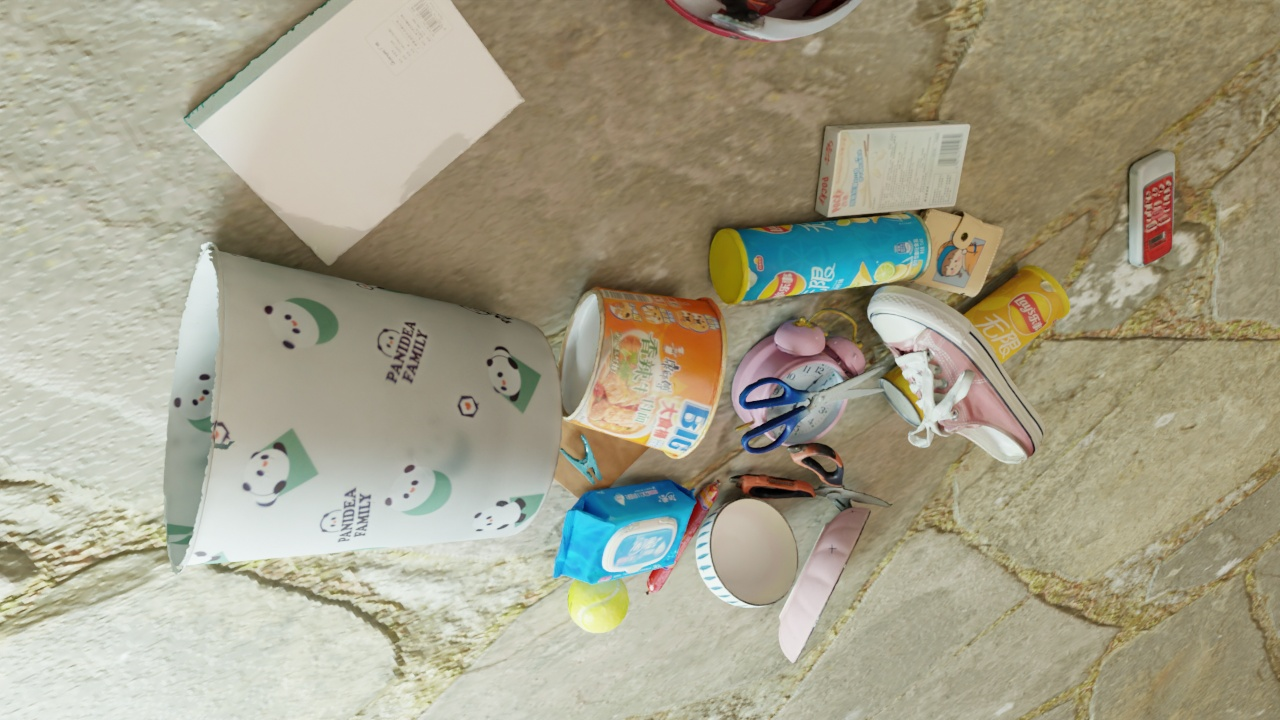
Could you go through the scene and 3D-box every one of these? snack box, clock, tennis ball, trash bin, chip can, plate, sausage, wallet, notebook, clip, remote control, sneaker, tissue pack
[{"bbox_3d":[0.249,-0.190,0.904,0.156,0.027,0.085,-8,118,-21],"label":"snack box"},{"bbox_3d":[0.168,0.016,0.949,0.117,0.060,0.159,22,104,-30],"label":"clock"},{"bbox_3d":[-0.045,0.253,0.968,0.065,0.065,0.065,-10,118,-20],"label":"tennis ball"},{"bbox_3d":[-0.212,0.043,0.704,0.251,0.229,0.230,6,111,-32],"label":"trash bin"},{"bbox_3d":[0.176,-0.101,0.888,0.210,0.071,0.071,-8,117,-20],"label":"chip can"},{"bbox_3d":[0.201,0.246,1.037,0.192,0.039,0.193,-56,164,-26],"label":"plate"},{"bbox_3d":[0.045,0.195,1.008,0.020,0.020,0.156,23,103,-31],"label":"sausage"},{"bbox_3d":[-0.053,0.080,0.907,0.101,0.020,0.115,-46,121,2],"label":"wallet"},{"bbox_3d":[-0.212,-0.193,0.704,0.209,0.012,0.150,-40,124,-2],"label":"notebook"},{"bbox_3d":[-0.054,0.099,0.896,0.037,0.013,0.055,-34,120,-4],"label":"clip"},{"bbox_3d":[0.598,-0.176,1.072,0.056,0.020,0.136,-25,122,-10],"label":"remote control"},{"bbox_3d":[0.310,0.029,0.928,0.241,0.118,0.087,46,67,-12],"label":"sneaker"},{"bbox_3d":[-0.014,0.177,0.936,0.156,0.052,0.095,-3,122,-35],"label":"tissue pack"},{"bbox_3d":[0.332,-0.117,0.981,0.115,0.024,0.087,9,115,-26],"label":"wallet"},{"bbox_3d":[0.369,-0.016,1.018,0.213,0.072,0.072,-37,124,-3],"label":"chip can"}]

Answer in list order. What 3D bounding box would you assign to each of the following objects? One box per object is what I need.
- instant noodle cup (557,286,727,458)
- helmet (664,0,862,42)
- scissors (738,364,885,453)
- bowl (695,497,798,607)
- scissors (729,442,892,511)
[{"bbox_3d":[-0.005,0.005,0.822,0.111,0.151,0.151,12,109,-20],"label":"instant noodle cup"},{"bbox_3d":[0.069,-0.352,0.678,0.207,0.144,0.240,-46,110,2],"label":"helmet"},{"bbox_3d":[0.169,0.034,0.916,0.170,0.012,0.144,-43,125,2],"label":"scissors"},{"bbox_3d":[0.108,0.213,1.004,0.116,0.066,0.116,11,66,-26],"label":"bowl"},{"bbox_3d":[0.198,0.139,1.017,0.224,0.015,0.189,1,148,-8],"label":"scissors"}]
